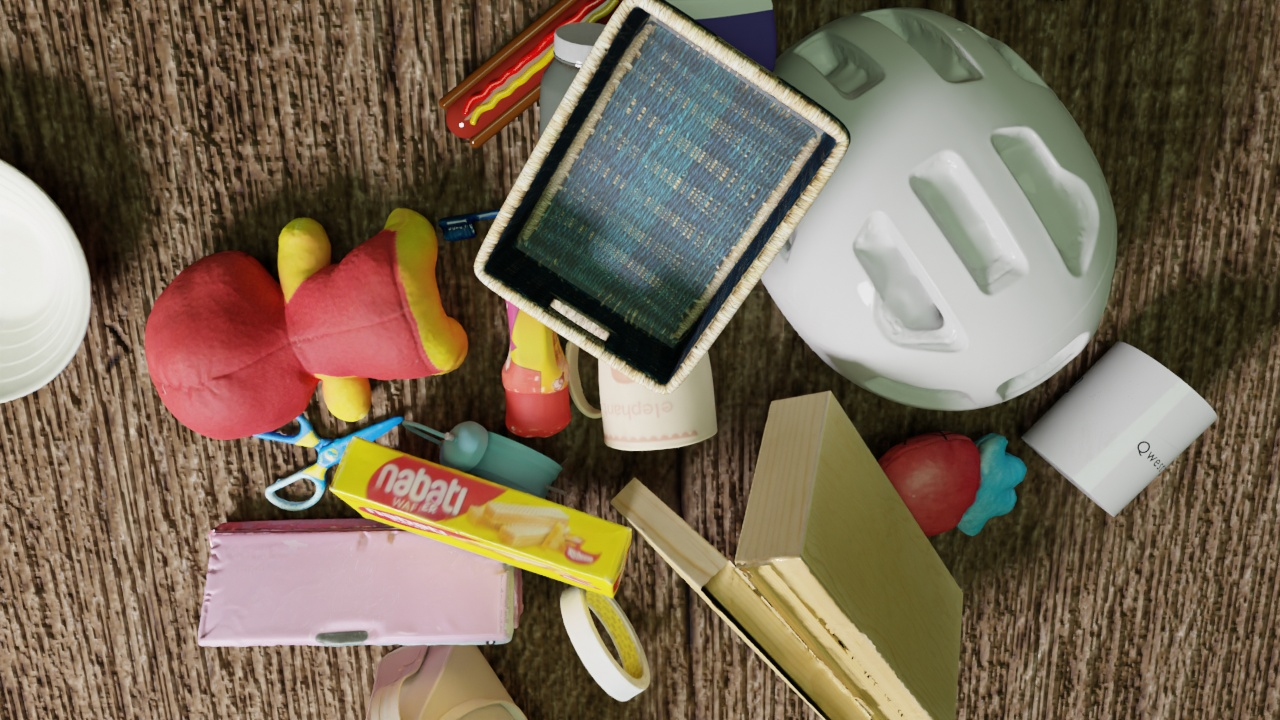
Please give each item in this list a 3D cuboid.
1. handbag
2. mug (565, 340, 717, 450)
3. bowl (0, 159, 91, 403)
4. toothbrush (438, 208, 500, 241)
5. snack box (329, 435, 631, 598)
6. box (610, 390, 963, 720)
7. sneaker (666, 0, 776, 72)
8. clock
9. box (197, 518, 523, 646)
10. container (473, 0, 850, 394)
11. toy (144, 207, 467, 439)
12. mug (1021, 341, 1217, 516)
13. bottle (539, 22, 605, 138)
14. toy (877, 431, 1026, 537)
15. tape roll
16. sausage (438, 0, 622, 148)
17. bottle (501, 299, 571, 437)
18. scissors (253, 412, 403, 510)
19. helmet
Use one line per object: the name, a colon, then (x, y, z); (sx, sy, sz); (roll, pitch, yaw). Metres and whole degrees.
handbag: (-0.135, 0.321, 0.667); (0.101, 0.197, 0.194); (-27, 104, 5)
mug: (-0.004, 0.004, 0.654); (0.112, 0.085, 0.104); (-1, 98, 28)
bowl: (-0.453, -0.061, 0.629); (0.176, 0.057, 0.177); (0, 104, -1)
toothbrush: (-0.049, -0.109, 0.649); (0.190, 0.016, 0.017); (-10, 112, 1)
snack box: (-0.106, 0.112, 0.640); (0.201, 0.092, 0.042); (18, 70, 4)
box: (0.117, 0.165, 0.627); (0.179, 0.141, 0.248); (-27, 124, 19)
sneaker: (0.042, -0.259, 0.575); (0.092, 0.111, 0.245); (5, 125, -6)
clock: (-0.113, 0.067, 0.661); (0.123, 0.087, 0.042); (25, 74, -10)
box: (-0.208, 0.170, 0.686); (0.232, 0.080, 0.099); (1, 105, -1)
container: (0.011, -0.096, 0.539); (0.145, 0.071, 0.188); (33, 111, -4)
toy: (-0.235, -0.021, 0.630); (0.216, 0.099, 0.147); (-16, 97, -2)
mug: (0.357, 0.057, 0.677); (0.119, 0.083, 0.096); (33, 103, -39)
bottle: (-0.036, -0.158, 0.597); (0.060, 0.060, 0.109); (4, 128, -3)
toy: (0.230, 0.093, 0.690); (0.132, 0.062, 0.092); (1, 126, -20)
tape roll: (-0.026, 0.209, 0.693); (0.019, 0.094, 0.094); (-34, 103, 7)
sausage: (-0.067, -0.202, 0.611); (0.156, 0.040, 0.040); (-37, 103, 8)
bottle: (-0.075, -0.013, 0.645); (0.048, 0.071, 0.134); (-3, 106, -3)
scissors: (-0.233, 0.078, 0.695); (0.131, 0.018, 0.109); (11, 109, -5)
helmet: (0.188, -0.103, 0.616); (0.224, 0.184, 0.282); (-28, 83, 1)
